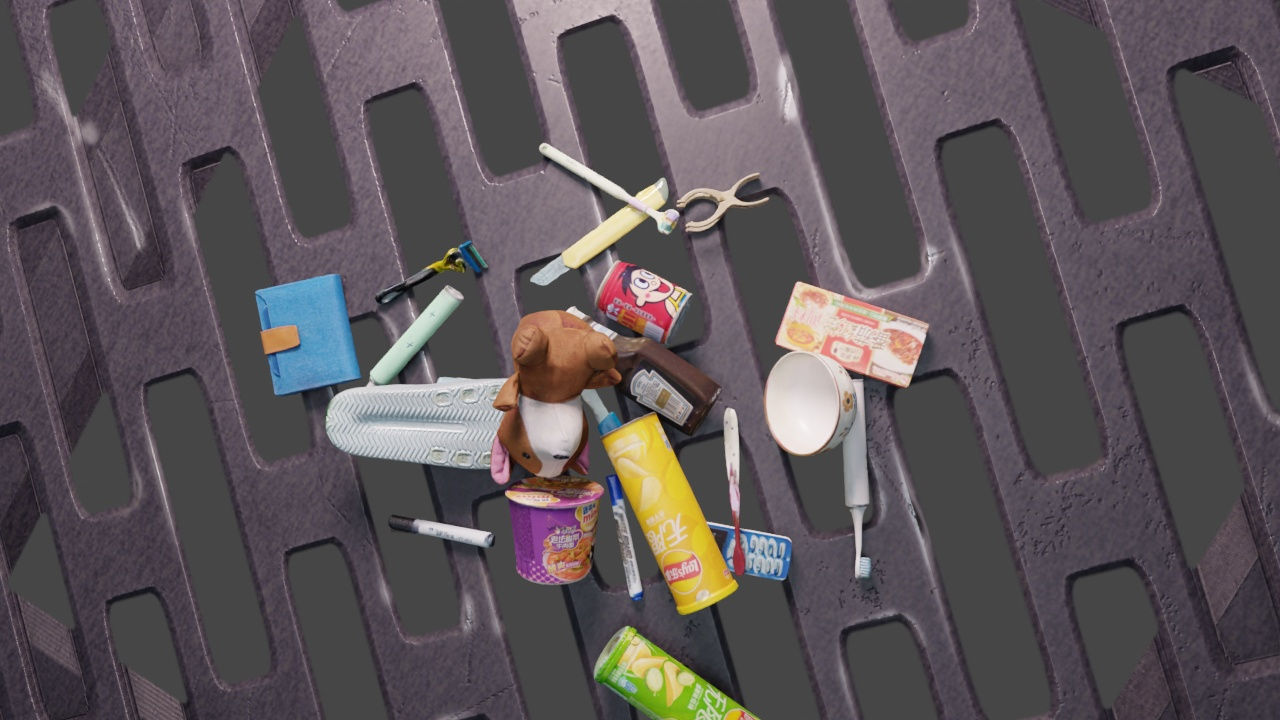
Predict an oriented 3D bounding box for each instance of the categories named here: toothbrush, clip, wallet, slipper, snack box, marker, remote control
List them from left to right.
[{"bbox_3d":[-0.400,-0.031,1.103,0.106,0.040,0.133,-12,88,3],"label":"wallet"},{"bbox_3d":[-0.292,0.001,1.091,0.027,0.026,0.224,41,95,-16],"label":"toothbrush"},{"bbox_3d":[-0.234,0.069,1.058,0.245,0.074,0.104,0,98,-9],"label":"slipper"},{"bbox_3d":[-0.236,0.204,1.089,0.131,0.018,0.023,10,111,8],"label":"marker"},{"bbox_3d":[-0.039,-0.201,1.052,0.189,0.020,0.029,33,94,14],"label":"toothbrush"},{"bbox_3d":[-0.018,0.204,1.058,0.017,0.017,0.145,-12,88,8],"label":"marker"},{"bbox_3d":[0.086,-0.189,1.036,0.104,0.034,0.081,-34,86,2],"label":"clip"},{"bbox_3d":[0.106,0.146,1.027,0.016,0.017,0.187,-6,76,13],"label":"toothbrush"},{"bbox_3d":[0.107,0.213,1.036,0.125,0.024,0.049,9,91,12],"label":"remote control"},{"bbox_3d":[0.233,-0.028,1.018,0.153,0.025,0.075,19,92,7],"label":"snack box"},{"bbox_3d":[0.239,0.131,1.016,0.026,0.026,0.221,-3,89,17],"label":"toothbrush"}]

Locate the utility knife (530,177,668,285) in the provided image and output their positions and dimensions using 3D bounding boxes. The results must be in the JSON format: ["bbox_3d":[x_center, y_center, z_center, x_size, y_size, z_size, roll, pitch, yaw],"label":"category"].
[{"bbox_3d":[-0.046,-0.145,1.061,0.195,0.020,0.031,-35,80,0],"label":"utility knife"}]

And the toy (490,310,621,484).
[{"bbox_3d":[-0.093,0.049,0.987,0.140,0.130,0.200,4,121,-21],"label":"toy"}]

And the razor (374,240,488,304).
[{"bbox_3d":[-0.253,-0.101,1.090,0.143,0.022,0.043,-23,131,11],"label":"razor"}]

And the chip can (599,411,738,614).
[{"bbox_3d":[0.030,0.166,1.006,0.072,0.072,0.213,-26,83,7],"label":"chip can"}]

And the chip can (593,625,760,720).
[{"bbox_3d":[0.052,0.384,1.020,0.221,0.072,0.072,33,94,6],"label":"chip can"}]

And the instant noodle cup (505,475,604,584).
[{"bbox_3d":[-0.095,0.191,1.028,0.111,0.111,0.099,1,99,8],"label":"instant noodle cup"}]

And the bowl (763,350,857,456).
[{"bbox_3d":[0.193,0.046,0.996,0.062,0.114,0.113,0,90,-36],"label":"bowl"}]

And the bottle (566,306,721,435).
[{"bbox_3d":[-0.006,0.006,1.030,0.195,0.043,0.080,33,135,7],"label":"bottle"}]

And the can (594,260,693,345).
[{"bbox_3d":[0.003,-0.066,1.030,0.094,0.066,0.066,27,93,7],"label":"can"}]

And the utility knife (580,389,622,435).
[{"bbox_3d":[-0.021,0.100,1.058,0.034,0.018,0.206,-30,85,-5],"label":"utility knife"}]
